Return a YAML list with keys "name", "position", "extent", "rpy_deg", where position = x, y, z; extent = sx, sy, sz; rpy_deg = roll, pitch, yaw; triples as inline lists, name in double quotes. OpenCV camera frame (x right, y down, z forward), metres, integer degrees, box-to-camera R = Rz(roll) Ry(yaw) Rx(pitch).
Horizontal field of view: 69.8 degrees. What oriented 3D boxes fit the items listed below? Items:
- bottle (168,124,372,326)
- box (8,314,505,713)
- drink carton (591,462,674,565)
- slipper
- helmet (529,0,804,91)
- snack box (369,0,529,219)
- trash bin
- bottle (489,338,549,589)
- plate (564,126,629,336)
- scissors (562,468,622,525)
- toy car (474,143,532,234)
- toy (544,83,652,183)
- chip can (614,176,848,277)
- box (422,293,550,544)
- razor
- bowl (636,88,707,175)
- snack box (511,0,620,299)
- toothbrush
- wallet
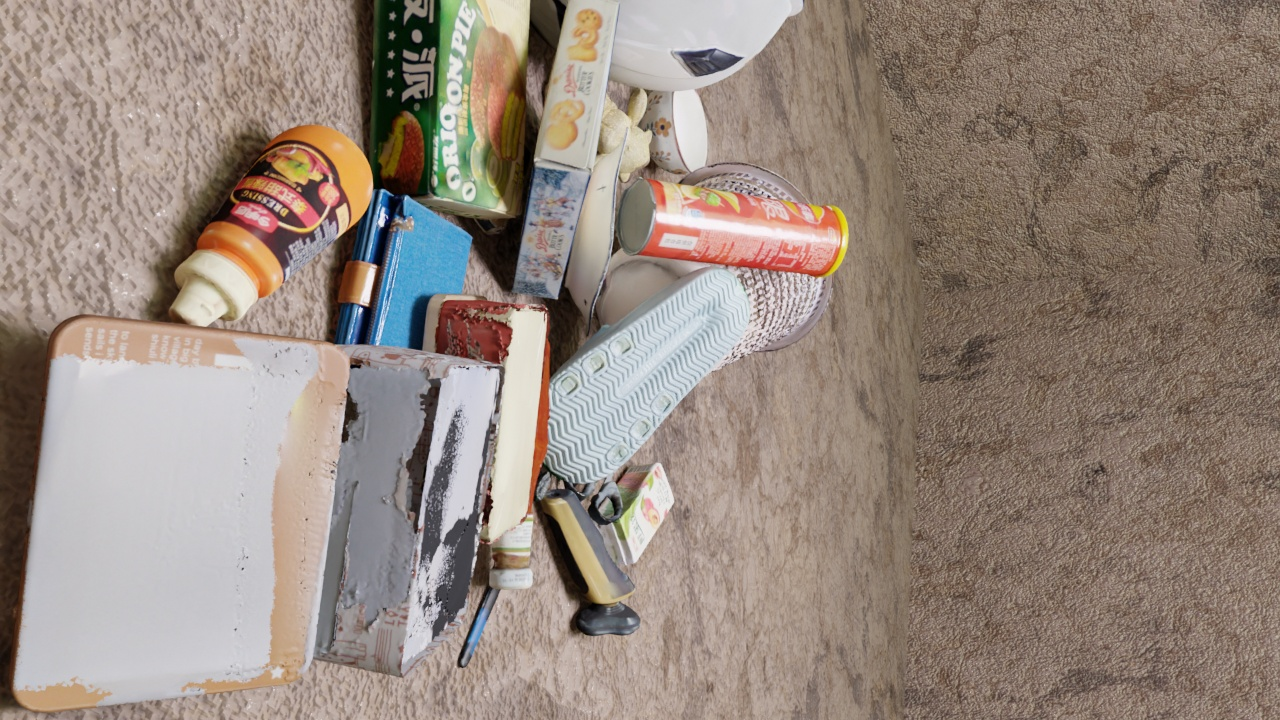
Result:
- name: "bottle"
  position: [-0.214, -0.072, 0.525]
  extent: [0.149, 0.067, 0.067]
  rpy_deg: [-64, 142, -37]
- name: "box"
  position: [-0.175, 0.077, 0.494]
  extent: [0.273, 0.126, 0.179]
  rpy_deg: [7, 92, -60]
- name: "drink carton"
  position: [-0.010, 0.157, 0.946]
  extent: [0.122, 0.046, 0.053]
  rpy_deg: [-46, 122, -59]
- name: "slipper"
  position: [-0.005, 0.005, 0.841]
  extent: [0.245, 0.074, 0.104]
  rpy_deg: [-42, 110, -7]
- name: "helmet"
  position: [-0.007, -0.330, 0.827]
  extent: [0.157, 0.274, 0.230]
  rpy_deg: [-58, -170, 7]
- name: "snack box"
  position: [-0.136, -0.231, 0.678]
  extent: [0.114, 0.063, 0.240]
  rpy_deg: [-3, 97, -65]
- name: "trash bin"
  position: [0.064, -0.078, 0.978]
  extent: [0.191, 0.228, 0.227]
  rpy_deg: [-36, 119, -47]
- name: "bottle"
  position: [-0.103, 0.079, 0.741]
  extent: [0.059, 0.060, 0.206]
  rpy_deg: [16, 72, -64]
- name: "plate"
  position: [-0.045, -0.122, 0.861]
  extent: [0.164, 0.034, 0.164]
  rpy_deg: [111, -12, -62]
- name: "scissors"
  position: [-0.037, 0.100, 0.925]
  extent: [0.135, 0.014, 0.174]
  rpy_deg: [28, 31, -34]
- name: "toy car"
  position: [-0.118, -0.148, 0.772]
  extent: [0.042, 0.035, 0.090]
  rpy_deg: [52, 43, -49]
- name: "toy"
  position: [-0.040, -0.241, 0.937]
  extent: [0.105, 0.066, 0.157]
  rpy_deg: [-58, 146, 0]
- name: "chip can"
  position: [0.088, -0.120, 0.851]
  extent: [0.216, 0.073, 0.073]
  rpy_deg: [2, 83, -28]
- name: "box"
  position: [-0.108, 0.040, 0.657]
  extent: [0.091, 0.080, 0.168]
  rpy_deg: [-16, 113, -76]
- name: "razor"
  position: [-0.052, 0.189, 0.852]
  extent: [0.067, 0.062, 0.167]
  rpy_deg: [-35, 117, -26]
- name: "bowl"
  position: [0.033, -0.274, 1.088]
  extent: [0.113, 0.062, 0.113]
  rpy_deg: [-2, 90, -65]
- name: "snack box"
  position: [-0.064, -0.173, 0.761]
  extent: [0.183, 0.046, 0.177]
  rpy_deg: [115, -16, -60]
- name: "toothbrush"
  position: [-0.110, 0.167, 0.762]
  extent: [0.014, 0.016, 0.189]
  rpy_deg: [56, 38, -34]
- name: "wallet"
  position: [-0.165, -0.041, 0.644]
  extent: [0.106, 0.040, 0.133]
  rpy_deg: [25, 71, -63]
